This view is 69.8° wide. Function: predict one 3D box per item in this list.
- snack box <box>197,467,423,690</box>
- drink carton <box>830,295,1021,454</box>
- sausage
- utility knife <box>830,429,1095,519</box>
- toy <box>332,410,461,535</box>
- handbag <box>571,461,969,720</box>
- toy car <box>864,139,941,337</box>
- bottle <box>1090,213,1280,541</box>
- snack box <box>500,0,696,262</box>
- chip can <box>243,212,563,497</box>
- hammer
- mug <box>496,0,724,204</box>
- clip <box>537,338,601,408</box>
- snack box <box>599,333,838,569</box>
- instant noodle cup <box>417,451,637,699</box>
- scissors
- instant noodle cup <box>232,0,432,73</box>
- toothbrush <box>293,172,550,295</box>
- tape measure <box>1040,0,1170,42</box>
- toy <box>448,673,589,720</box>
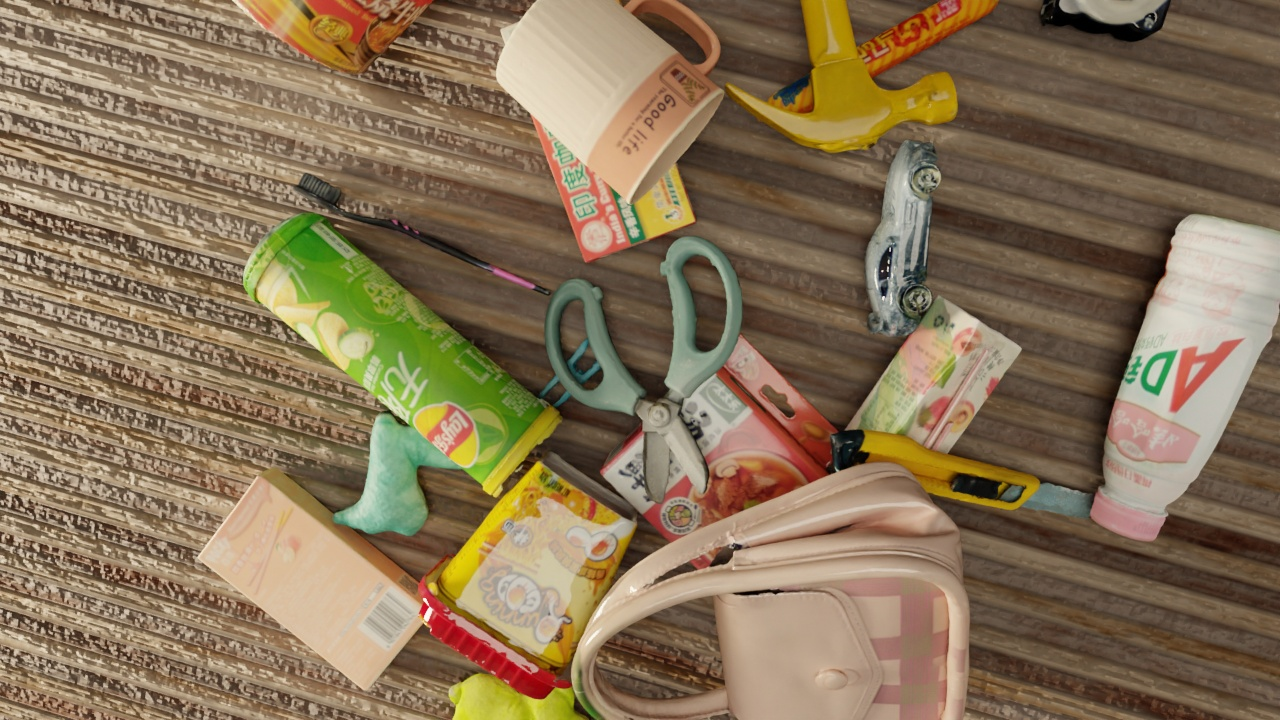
[{"bbox_3d":[-0.232,0.158,0.664,0.157,0.026,0.084,40,102,-1],"label":"snack box"},{"bbox_3d":[0.180,0.027,0.578,0.053,0.045,0.122,25,103,-32],"label":"drink carton"},{"bbox_3d":[0.147,-0.188,0.564,0.165,0.021,0.021,-27,96,10],"label":"sausage"},{"bbox_3d":[0.209,0.074,0.569,0.216,0.015,0.033,13,112,-19],"label":"utility knife"},{"bbox_3d":[-0.165,0.081,0.643,0.096,0.030,0.092,8,103,-1],"label":"toy"},{"bbox_3d":[0.074,0.170,0.554,0.234,0.093,0.193,-10,126,1],"label":"handbag"},{"bbox_3d":[0.160,-0.074,0.566,0.037,0.054,0.121,5,100,3],"label":"toy car"},{"bbox_3d":[0.329,0.014,0.557,0.068,0.068,0.197,15,103,3],"label":"bottle"},{"bbox_3d":[-0.025,-0.149,0.587,0.077,0.027,0.156,-19,97,9],"label":"snack box"},{"bbox_3d":[-0.157,-0.006,0.604,0.221,0.072,0.073,40,101,-1],"label":"chip can"},{"bbox_3d":[0.095,-0.271,0.536,0.129,0.032,0.301,-10,93,9],"label":"hammer"},{"bbox_3d":[-0.009,-0.167,0.533,0.106,0.082,0.114,41,74,0],"label":"mug"},{"bbox_3d":[-0.046,0.011,0.625,0.047,0.014,0.057,45,103,-2],"label":"clip"},{"bbox_3d":[0.057,0.065,0.606,0.113,0.044,0.127,44,101,-2],"label":"snack box"},{"bbox_3d":[-0.065,0.134,0.604,0.116,0.116,0.123,33,90,0],"label":"instant noodle cup"},{"bbox_3d":[-0.007,0.007,0.588,0.171,0.019,0.177,3,84,23],"label":"scissors"},{"bbox_3d":[-0.179,-0.248,0.540,0.138,0.137,0.109,45,110,-2],"label":"instant noodle cup"},{"bbox_3d":[-0.146,-0.084,0.620,0.189,0.014,0.018,23,90,2],"label":"toothbrush"},{"bbox_3d":[0.276,-0.225,0.537,0.066,0.033,0.066,11,101,3],"label":"tape measure"},{"bbox_3d":[-0.089,0.265,0.665,0.100,0.031,0.096,-28,93,7],"label":"toy"}]
